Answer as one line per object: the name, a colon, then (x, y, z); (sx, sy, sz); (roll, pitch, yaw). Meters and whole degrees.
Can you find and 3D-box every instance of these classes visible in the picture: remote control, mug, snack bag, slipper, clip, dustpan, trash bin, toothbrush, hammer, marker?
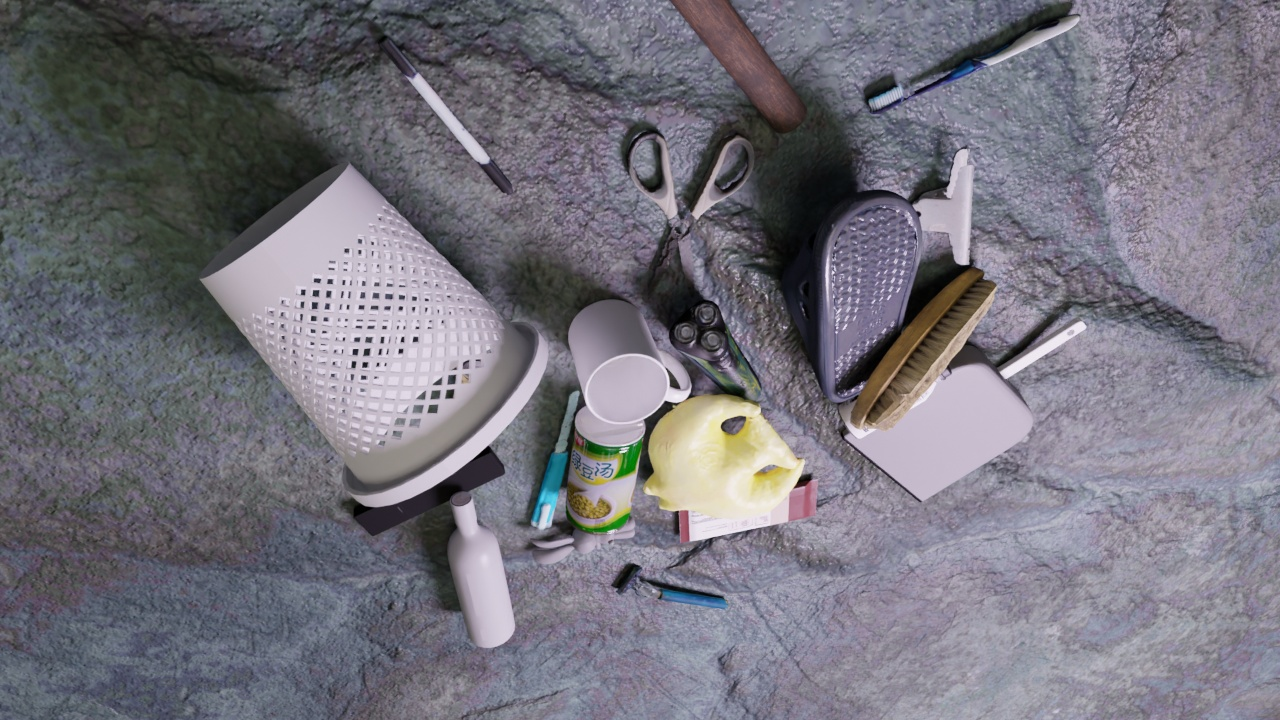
remote control: (-0.207, 0.128, 0.899); (0.150, 0.013, 0.034); (-25, 131, 3)
mug: (-0.005, 0.005, 0.819); (0.110, 0.090, 0.074); (17, 118, -24)
snack bag: (0.119, 0.166, 1.012); (0.158, 0.013, 0.057); (-11, 124, -8)
slipper: (0.187, -0.066, 0.837); (0.110, 0.083, 0.268); (-31, 145, -11)
clip: (0.281, -0.138, 0.837); (0.057, 0.052, 0.102); (-33, 131, -27)
dustpan: (0.361, 0.041, 0.982); (0.258, 0.033, 0.163); (-38, 125, 23)
trash bin: (-0.208, -0.029, 0.697); (0.195, 0.195, 0.199); (-32, 116, 8)
toothbrush: (0.278, -0.249, 0.764); (0.189, 0.016, 0.017); (-24, 117, 2)
hammer: (0.060, -0.300, 0.659); (0.218, 0.037, 0.300); (-40, 125, 14)
marker: (-0.145, -0.183, 0.701); (0.011, 0.011, 0.152); (-34, 125, 9)

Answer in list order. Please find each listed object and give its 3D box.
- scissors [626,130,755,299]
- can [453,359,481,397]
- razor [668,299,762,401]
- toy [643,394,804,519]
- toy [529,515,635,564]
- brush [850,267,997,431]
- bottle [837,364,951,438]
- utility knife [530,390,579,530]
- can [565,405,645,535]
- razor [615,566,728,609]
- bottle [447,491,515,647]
scissors: (0.040, -0.131, 0.785); (0.166, 0.012, 0.157); (-36, 123, 11)
can: (-0.153, 0.041, 0.838); (0.038, 0.038, 0.080); (5, 122, -18)
razor: (0.077, 0.001, 0.856); (0.054, 0.067, 0.151); (-41, 133, 1)
toy: (0.074, 0.103, 0.922); (0.155, 0.064, 0.170); (-29, 123, 20)
toy: (-0.060, 0.190, 0.972); (0.111, 0.030, 0.049); (-14, 141, -12)
brush: (0.272, -0.008, 0.879); (0.195, 0.043, 0.059); (-49, 152, -5)
bottle: (0.259, 0.034, 0.930); (0.116, 0.041, 0.041); (-35, 126, 21)
utility knife: (-0.080, 0.103, 0.914); (0.022, 0.015, 0.179); (7, 123, -19)
can: (-0.036, 0.105, 0.895); (0.067, 0.067, 0.121); (-1, 124, -15)
razor: (0.043, 0.272, 1.061); (0.143, 0.022, 0.042); (20, 118, -26)
bottle: (-0.168, 0.213, 0.945); (0.052, 0.052, 0.195); (-10, 126, -8)
